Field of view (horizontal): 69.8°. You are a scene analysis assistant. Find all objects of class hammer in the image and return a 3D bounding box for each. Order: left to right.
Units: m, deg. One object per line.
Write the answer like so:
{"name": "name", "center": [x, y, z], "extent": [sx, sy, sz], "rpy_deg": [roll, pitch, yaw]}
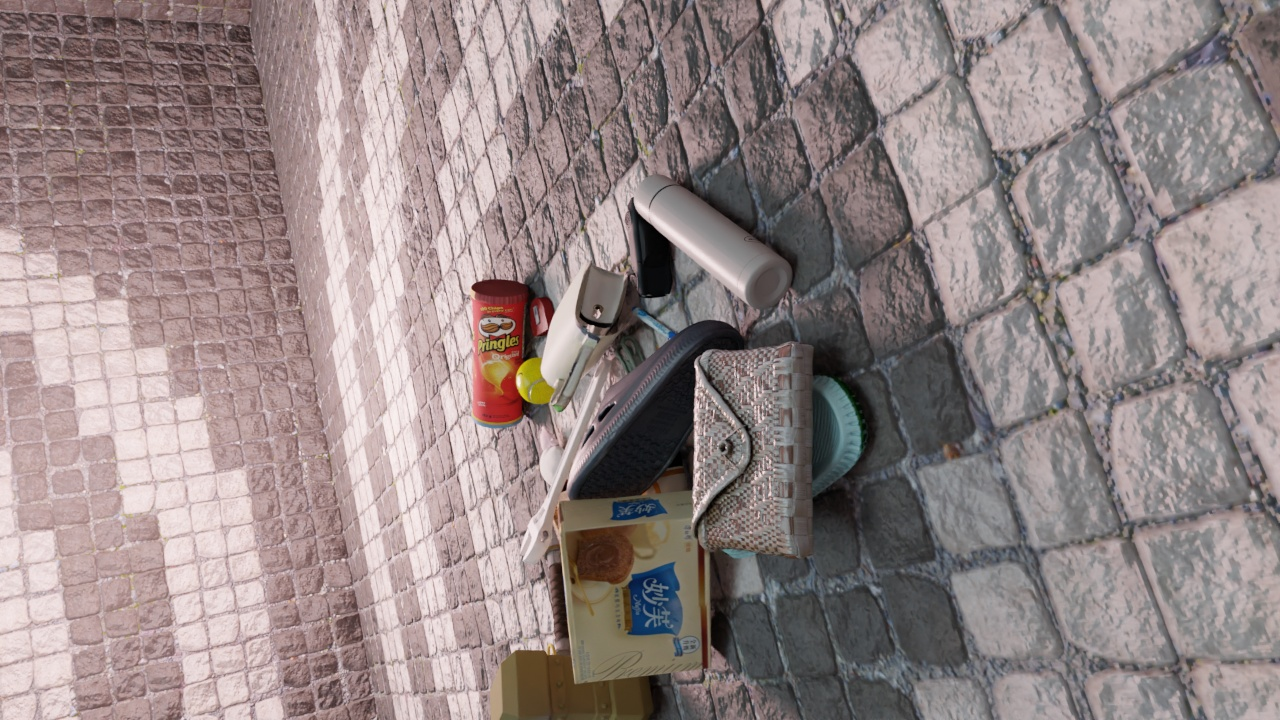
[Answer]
{"name": "hammer", "center": [-0.105, 0.343, 1.239], "extent": [0.324, 0.190, 0.101], "rpy_deg": [-101, 24, -43]}

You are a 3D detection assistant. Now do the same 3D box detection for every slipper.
{"name": "slipper", "center": [-0.001, 0.048, 0.953], "extent": [0.269, 0.110, 0.083], "rpy_deg": [-54, 50, 24]}
{"name": "slipper", "center": [0.113, 0.105, 0.864], "extent": [0.277, 0.069, 0.116], "rpy_deg": [-53, 49, 51]}

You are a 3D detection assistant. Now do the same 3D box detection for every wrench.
{"name": "wrench", "center": [-0.088, 0.119, 1.125], "extent": [0.066, 0.018, 0.272], "rpy_deg": [-28, 39, 65]}

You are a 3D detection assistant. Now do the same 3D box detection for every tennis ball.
{"name": "tennis ball", "center": [-0.143, 0.029, 1.294], "extent": [0.065, 0.065, 0.065], "rpy_deg": [22, 116, 57]}

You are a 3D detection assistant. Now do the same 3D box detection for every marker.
{"name": "marker", "center": [0.028, -0.033, 1.035], "extent": [0.142, 0.013, 0.013], "rpy_deg": [38, 129, 51]}

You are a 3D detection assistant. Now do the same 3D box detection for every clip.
{"name": "clip", "center": [-0.007, 0.007, 1.094], "extent": [0.076, 0.023, 0.043], "rpy_deg": [65, 145, 24]}

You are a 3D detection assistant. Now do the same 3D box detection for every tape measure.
{"name": "tape measure", "center": [-0.144, -0.063, 1.320], "extent": [0.059, 0.019, 0.051], "rpy_deg": [-25, 76, 60]}

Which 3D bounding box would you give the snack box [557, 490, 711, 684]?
{"name": "snack box", "center": [-0.004, 0.243, 0.979], "extent": [0.055, 0.153, 0.208], "rpy_deg": [-104, 10, -64]}

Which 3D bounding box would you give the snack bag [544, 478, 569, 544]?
{"name": "snack bag", "center": [-0.071, 0.216, 1.171], "extent": [0.206, 0.069, 0.094], "rpy_deg": [-158, 49, -75]}

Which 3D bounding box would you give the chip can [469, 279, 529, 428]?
{"name": "chip can", "center": [-0.216, -0.010, 1.394], "extent": [0.087, 0.086, 0.214], "rpy_deg": [37, 129, 52]}

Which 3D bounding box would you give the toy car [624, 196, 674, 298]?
{"name": "toy car", "center": [0.011, -0.125, 1.007], "extent": [0.034, 0.046, 0.112], "rpy_deg": [171, 93, -65]}

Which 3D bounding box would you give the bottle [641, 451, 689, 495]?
{"name": "bottle", "center": [0.017, 0.113, 1.039], "extent": [0.059, 0.059, 0.181], "rpy_deg": [-30, 71, 59]}

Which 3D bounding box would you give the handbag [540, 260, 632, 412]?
{"name": "handbag", "center": [-0.069, -0.012, 1.101], "extent": [0.152, 0.074, 0.175], "rpy_deg": [128, 158, -52]}

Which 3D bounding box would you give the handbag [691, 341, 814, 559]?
{"name": "handbag", "center": [0.095, 0.078, 0.804], "extent": [0.124, 0.047, 0.185], "rpy_deg": [-6, 81, 48]}

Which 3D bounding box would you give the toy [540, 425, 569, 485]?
{"name": "toy", "center": [-0.122, 0.154, 1.316], "extent": [0.076, 0.037, 0.125], "rpy_deg": [124, 138, -60]}

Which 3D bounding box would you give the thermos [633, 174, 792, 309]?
{"name": "thermos", "center": [0.063, -0.124, 0.907], "extent": [0.224, 0.052, 0.052], "rpy_deg": [47, 135, 46]}
